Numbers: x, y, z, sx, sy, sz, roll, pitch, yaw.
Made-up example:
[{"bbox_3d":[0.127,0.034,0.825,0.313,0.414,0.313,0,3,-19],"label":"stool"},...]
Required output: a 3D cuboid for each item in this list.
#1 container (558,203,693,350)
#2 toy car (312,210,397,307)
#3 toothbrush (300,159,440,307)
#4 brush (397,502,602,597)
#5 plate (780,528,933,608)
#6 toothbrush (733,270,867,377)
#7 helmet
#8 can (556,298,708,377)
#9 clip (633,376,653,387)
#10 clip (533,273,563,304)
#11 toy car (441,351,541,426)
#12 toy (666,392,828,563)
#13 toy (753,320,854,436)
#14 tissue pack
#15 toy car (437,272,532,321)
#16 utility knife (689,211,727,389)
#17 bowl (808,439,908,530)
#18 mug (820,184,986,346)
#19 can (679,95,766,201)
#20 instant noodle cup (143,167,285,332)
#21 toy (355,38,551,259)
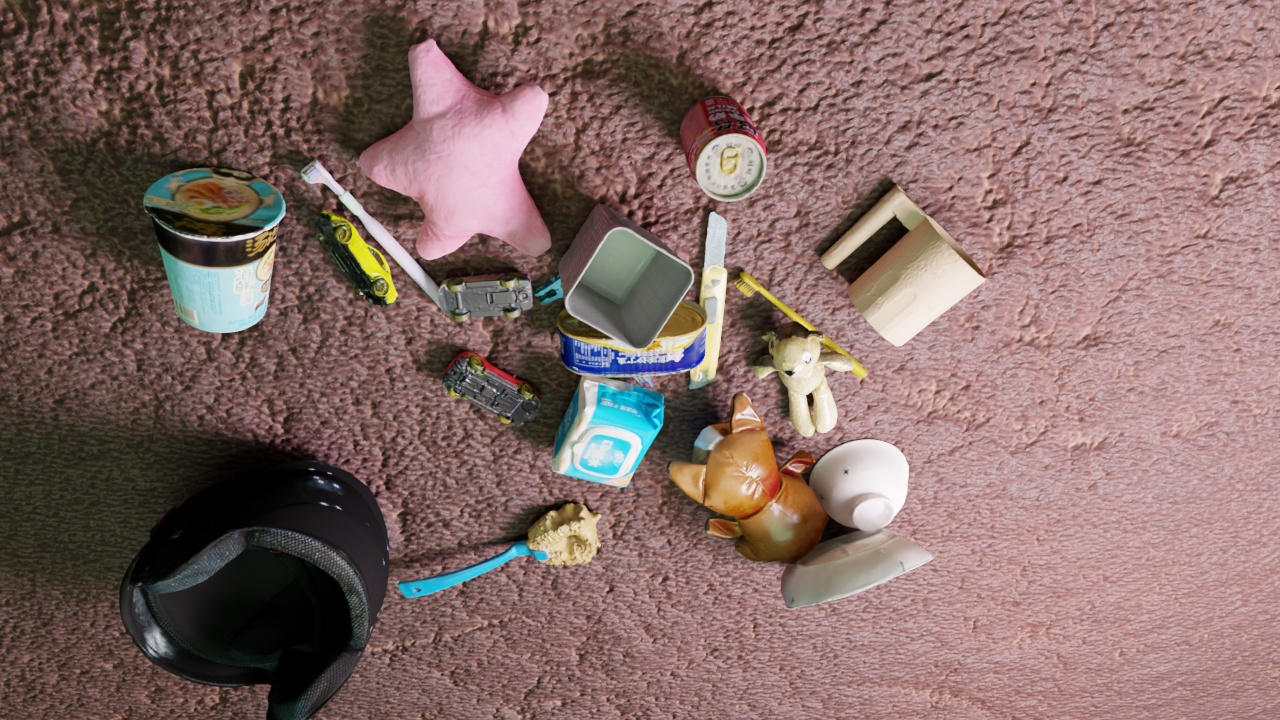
[{"bbox_3d":[-0.020,-0.082,0.839,0.090,0.114,0.090,29,104,-22],"label":"container"},{"bbox_3d":[-0.264,-0.097,0.860,0.032,0.048,0.105,-47,122,-28],"label":"toy car"},{"bbox_3d":[-0.242,-0.112,0.865,0.029,0.021,0.189,-11,132,41],"label":"toothbrush"},{"bbox_3d":[-0.162,0.233,1.079,0.255,0.045,0.083,-19,127,1],"label":"brush"},{"bbox_3d":[0.229,0.223,1.024,0.162,0.265,0.034,-20,81,5],"label":"plate"},{"bbox_3d":[0.168,-0.034,0.952,0.190,0.015,0.017,35,119,-24],"label":"toothbrush"},{"bbox_3d":[-0.392,0.230,0.957,0.275,0.229,0.233,-21,114,21],"label":"helmet"},{"bbox_3d":[-0.008,-0.024,0.911,0.148,0.074,0.049,-2,127,-2],"label":"can"},{"bbox_3d":[-0.008,0.007,0.960,0.033,0.025,0.057,-32,116,10],"label":"clip"},{"bbox_3d":[-0.079,-0.073,0.907,0.056,0.014,0.040,-28,121,14],"label":"clip"},{"bbox_3d":[-0.153,0.030,0.959,0.106,0.031,0.049,31,117,-21],"label":"toy car"},{"bbox_3d":[0.117,0.134,1.004,0.140,0.130,0.199,-53,127,-10],"label":"toy"},{"bbox_3d":[0.170,0.022,0.960,0.105,0.066,0.157,0,139,23],"label":"toy"},{"bbox_3d":[-0.036,0.078,0.967,0.090,0.063,0.140,15,136,-12],"label":"tissue pack"},{"bbox_3d":[-0.151,-0.065,0.893,0.090,0.035,0.042,-6,122,-5],"label":"toy car"},{"bbox_3d":[0.070,-0.056,0.933,0.031,0.021,0.207,-3,119,-10],"label":"utility knife"},{"bbox_3d":[0.259,0.156,1.056,0.118,0.064,0.118,-2,124,-3],"label":"bowl"},{"bbox_3d":[0.252,-0.090,0.891,0.124,0.084,0.104,45,113,-2],"label":"mug"},{"bbox_3d":[0.071,-0.184,0.797,0.066,0.093,0.067,-2,124,-3],"label":"can"},{"bbox_3d":[-0.377,-0.093,0.824,0.111,0.111,0.121,9,130,-10],"label":"instant noodle cup"},{"bbox_3d":[-0.165,-0.179,0.798,0.178,0.074,0.195,3,120,6],"label":"toy"}]
